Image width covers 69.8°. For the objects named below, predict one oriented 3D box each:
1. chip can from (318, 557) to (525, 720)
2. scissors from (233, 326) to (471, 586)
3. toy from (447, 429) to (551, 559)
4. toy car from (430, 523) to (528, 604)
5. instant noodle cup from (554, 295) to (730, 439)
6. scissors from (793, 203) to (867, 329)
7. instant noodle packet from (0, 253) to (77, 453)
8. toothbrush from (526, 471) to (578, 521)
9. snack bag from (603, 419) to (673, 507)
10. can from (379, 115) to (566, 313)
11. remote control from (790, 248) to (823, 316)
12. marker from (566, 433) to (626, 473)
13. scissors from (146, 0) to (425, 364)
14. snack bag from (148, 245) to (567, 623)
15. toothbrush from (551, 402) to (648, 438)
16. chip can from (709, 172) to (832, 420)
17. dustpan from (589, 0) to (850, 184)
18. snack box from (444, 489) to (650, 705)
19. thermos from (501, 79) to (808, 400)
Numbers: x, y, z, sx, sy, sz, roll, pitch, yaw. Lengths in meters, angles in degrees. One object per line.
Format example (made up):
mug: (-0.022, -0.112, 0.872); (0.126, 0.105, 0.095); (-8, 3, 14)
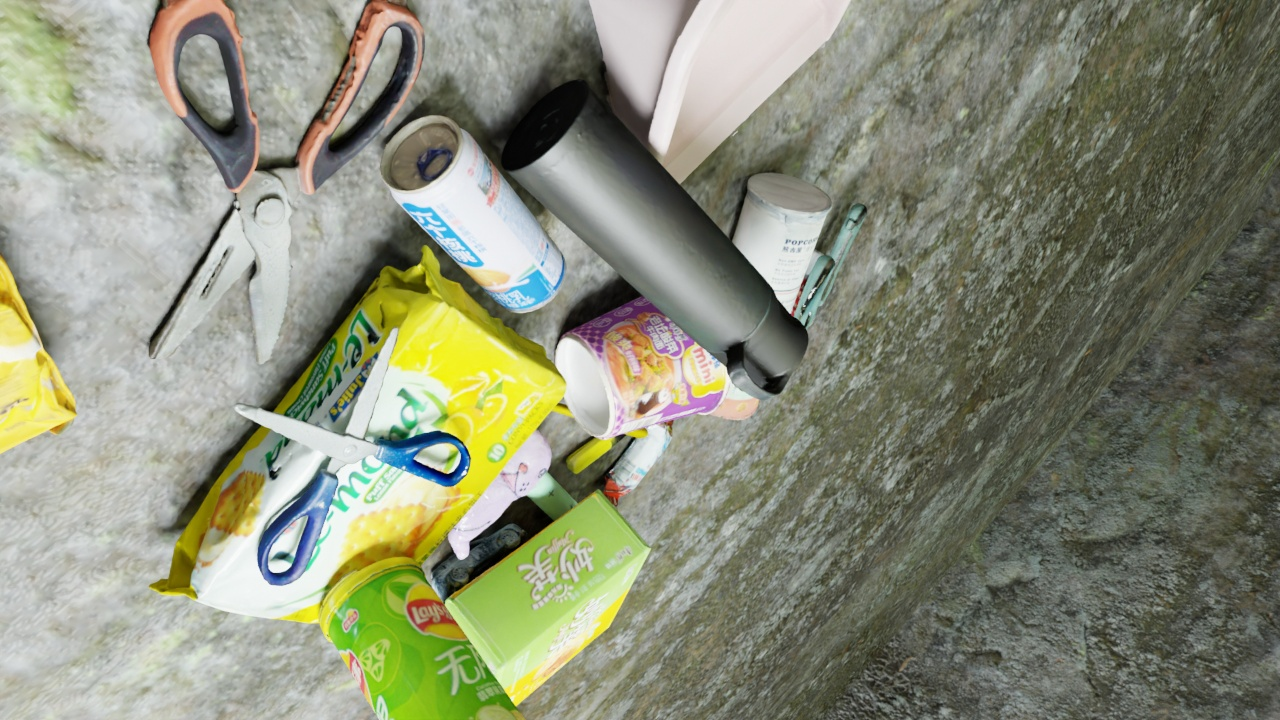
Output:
chip can: (-0.107, 0.215, 0.535); (0.072, 0.221, 0.073); (-31, 146, -24)
scissors: (-0.159, 0.057, 0.499); (0.162, 0.012, 0.173); (-50, 148, 2)
toy: (-0.115, 0.088, 0.697); (0.107, 0.039, 0.084); (-38, 126, -18)
toy car: (-0.132, 0.168, 0.759); (0.090, 0.034, 0.043); (-34, 142, -28)
instant noodle cup: (-0.004, 0.004, 0.698); (0.099, 0.111, 0.112); (-20, 137, -27)
scissors: (0.172, -0.077, 0.850); (0.180, 0.019, 0.170); (-60, 167, -20)
instant noodle packet: (-0.307, 0.010, 0.360); (0.128, 0.044, 0.111); (-33, 138, -35)
toothbrush: (-0.063, 0.140, 0.827); (0.224, 0.026, 0.027); (60, 40, -57)
snack bag: (0.000, 0.091, 0.860); (0.104, 0.026, 0.048); (-51, 161, 0)
can: (-0.093, -0.081, 0.534); (0.053, 0.053, 0.134); (-48, 149, -6)
remote control: (0.139, -0.048, 0.903); (0.055, 0.020, 0.136); (16, 109, -56)
marker: (-0.018, 0.060, 0.818); (0.123, 0.015, 0.018); (-37, 140, -29)
scissors: (-0.179, -0.095, 0.447); (0.188, 0.015, 0.227); (-36, 147, -24)
snack bag: (-0.164, 0.058, 0.571); (0.246, 0.068, 0.158); (-51, 149, 0)
toothbrush: (-0.053, 0.046, 0.742); (0.017, 0.015, 0.190); (-53, 145, 12)
chip can: (0.099, -0.050, 0.799); (0.071, 0.071, 0.215); (-21, 138, -40)
dustpan: (0.082, -0.201, 0.558); (0.222, 0.139, 0.273); (-47, 148, -9)
snack box: (-0.088, 0.219, 0.786); (0.157, 0.070, 0.211); (-33, 160, -30)
thermos: (0.021, -0.062, 0.580); (0.069, 0.089, 0.242); (-31, 127, 25)
